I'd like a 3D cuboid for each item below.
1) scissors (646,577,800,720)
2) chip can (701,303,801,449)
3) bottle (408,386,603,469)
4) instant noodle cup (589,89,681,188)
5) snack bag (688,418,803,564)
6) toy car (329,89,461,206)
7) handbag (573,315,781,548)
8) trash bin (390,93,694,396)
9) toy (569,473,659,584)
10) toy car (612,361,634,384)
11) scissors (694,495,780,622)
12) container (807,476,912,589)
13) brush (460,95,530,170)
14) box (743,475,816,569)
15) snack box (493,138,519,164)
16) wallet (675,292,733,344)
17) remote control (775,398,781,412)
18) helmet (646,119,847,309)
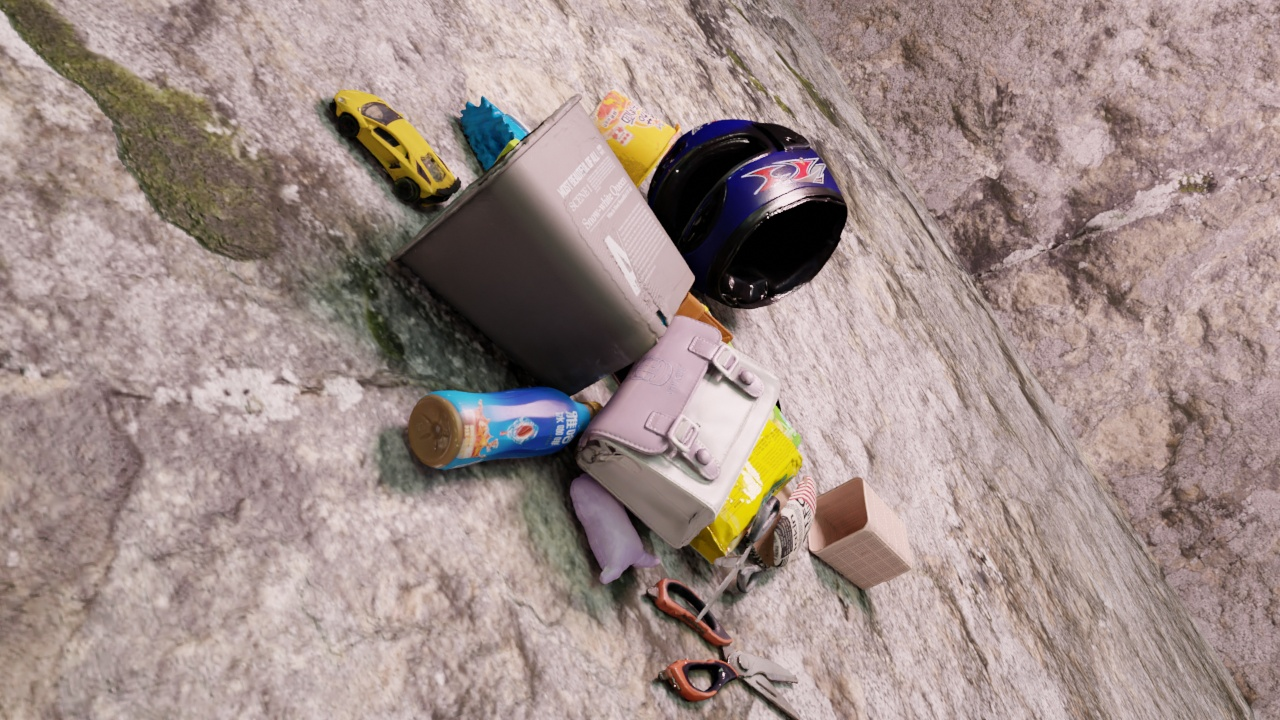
[{"bbox_3d":[0.082,0.292,0.896,0.221,0.015,0.189,-6,63,-57],"label":"scissors"},{"bbox_3d":[0.115,0.037,1.155,0.221,0.073,0.072,54,30,2],"label":"chip can"},{"bbox_3d":[-0.107,0.056,0.829,0.218,0.065,0.065,-2,60,-55],"label":"bottle"},{"bbox_3d":[-0.029,-0.294,1.256,0.110,0.138,0.137,39,32,-9],"label":"instant noodle cup"},{"bbox_3d":[0.084,0.109,1.016,0.158,0.068,0.245,45,31,8],"label":"snack bag"},{"bbox_3d":[-0.254,-0.223,0.947,0.156,0.041,0.071,47,29,-7],"label":"toy car"},{"bbox_3d":[0.040,0.058,0.896,0.145,0.099,0.196,33,46,1],"label":"handbag"},{"bbox_3d":[-0.081,-0.102,0.900,0.220,0.199,0.198,48,40,-15],"label":"trash bin"},{"bbox_3d":[-0.029,0.153,0.863,0.083,0.039,0.108,2,52,-52],"label":"toy"},{"bbox_3d":[-0.006,0.006,1.036,0.122,0.056,0.037,56,36,6],"label":"toy car"},{"bbox_3d":[0.100,0.206,0.932,0.014,0.160,0.180,21,54,26],"label":"scissors"},{"bbox_3d":[0.283,0.226,1.176,0.111,0.090,0.089,42,31,-24],"label":"container"},{"bbox_3d":[-0.102,-0.182,1.090,0.314,0.061,0.109,58,25,18],"label":"brush"},{"bbox_3d":[0.160,0.193,1.091,0.163,0.081,0.075,-41,124,-62],"label":"box"},{"bbox_3d":[-0.105,-0.164,1.026,0.156,0.086,0.026,40,27,-6],"label":"snack box"},{"bbox_3d":[0.029,-0.033,1.078,0.132,0.108,0.031,41,12,-21],"label":"wallet"},{"bbox_3d":[0.172,0.072,1.247,0.053,0.024,0.136,40,32,-19],"label":"remote control"},{"bbox_3d":[0.126,-0.214,1.271,0.240,0.248,0.314,44,28,24],"label":"helmet"}]
